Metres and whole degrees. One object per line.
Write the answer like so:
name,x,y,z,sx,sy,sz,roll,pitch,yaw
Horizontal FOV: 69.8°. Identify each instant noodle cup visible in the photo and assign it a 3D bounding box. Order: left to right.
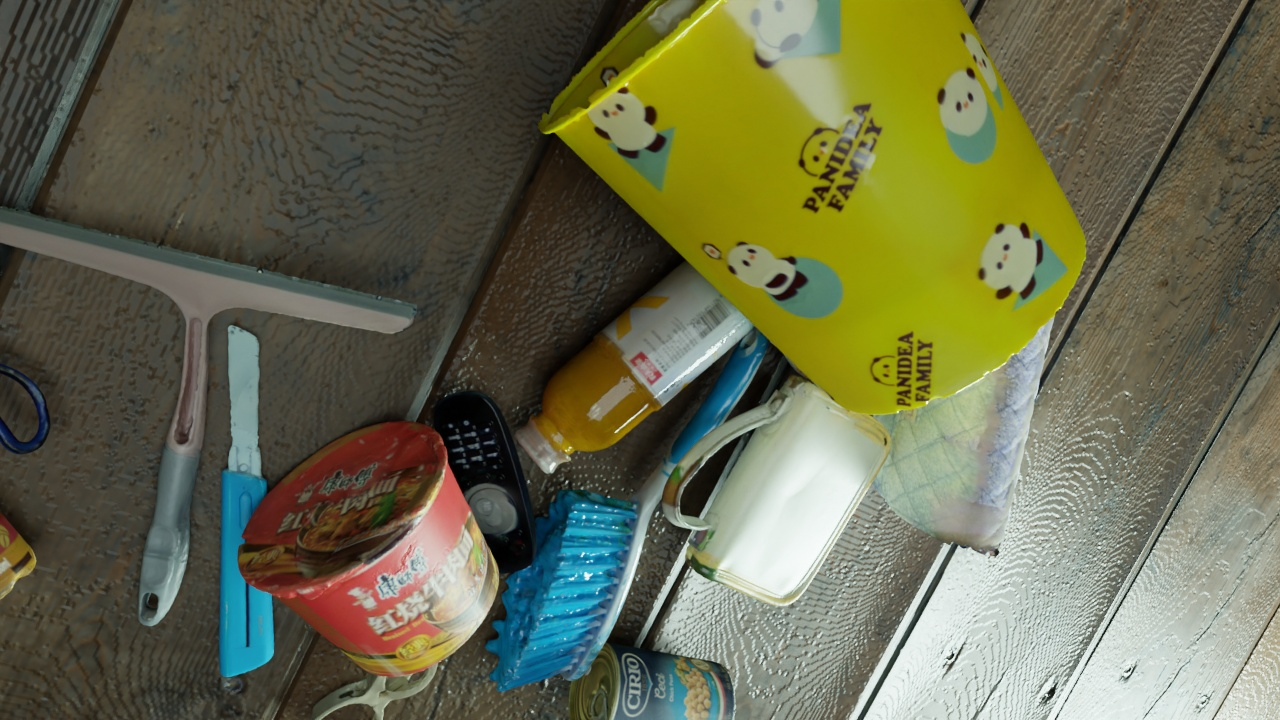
instant noodle cup,-0.162,0.122,0.579,0.137,0.138,0.109,-32,123,-10

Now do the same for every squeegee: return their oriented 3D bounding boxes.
squeegee,-0.279,0.048,0.555,0.247,0.040,0.250,14,107,-8

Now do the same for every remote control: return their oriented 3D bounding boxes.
remote control,-0.105,0.083,0.636,0.053,0.024,0.136,-11,106,8

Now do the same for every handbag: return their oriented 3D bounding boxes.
handbag,0.089,0.087,0.682,0.178,0.063,0.163,30,92,-42
handbag,0.239,0.035,0.704,0.075,0.134,0.194,-1,105,-22

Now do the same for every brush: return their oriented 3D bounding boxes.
brush,-0.010,0.103,0.663,0.109,0.060,0.315,15,104,-31

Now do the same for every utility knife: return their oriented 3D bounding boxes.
utility knife,-0.256,0.094,0.591,0.034,0.018,0.238,0,104,-21

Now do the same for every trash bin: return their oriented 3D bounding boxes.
trash bin,0.109,-0.119,0.537,0.229,0.229,0.255,-45,109,-4

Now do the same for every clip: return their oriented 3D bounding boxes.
clip,-0.182,0.231,0.653,0.100,0.034,0.071,-45,117,1

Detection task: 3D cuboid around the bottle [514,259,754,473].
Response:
bottle,-0.004,0.004,0.634,0.189,0.068,0.068,-40,116,-6

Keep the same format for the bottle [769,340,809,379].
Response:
bottle,0.133,-0.018,0.687,0.108,0.063,0.063,27,94,-12

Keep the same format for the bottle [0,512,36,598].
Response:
bottle,-0.409,0.061,0.496,0.057,0.057,0.175,-29,114,-12

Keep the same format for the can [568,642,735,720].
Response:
can,0.010,0.265,0.715,0.111,0.075,0.075,18,98,-26

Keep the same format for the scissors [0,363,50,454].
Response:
scissors,-0.378,-0.009,0.483,0.164,0.012,0.162,34,60,-40
